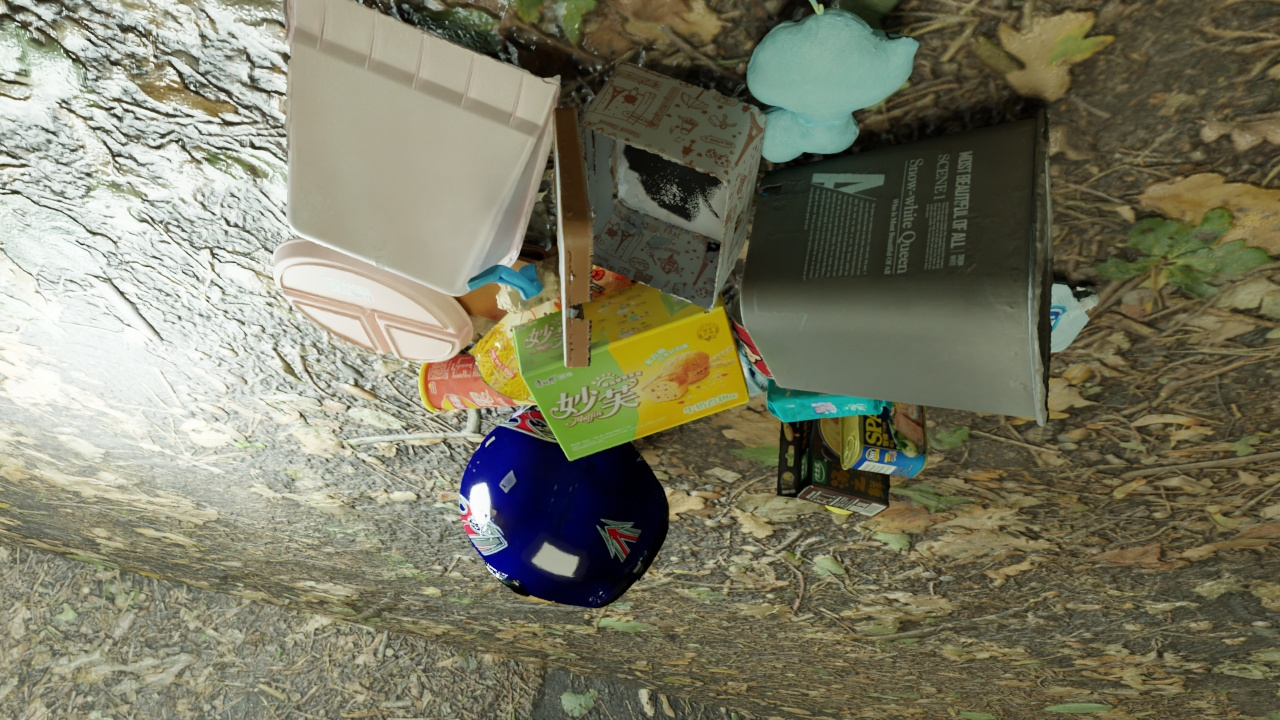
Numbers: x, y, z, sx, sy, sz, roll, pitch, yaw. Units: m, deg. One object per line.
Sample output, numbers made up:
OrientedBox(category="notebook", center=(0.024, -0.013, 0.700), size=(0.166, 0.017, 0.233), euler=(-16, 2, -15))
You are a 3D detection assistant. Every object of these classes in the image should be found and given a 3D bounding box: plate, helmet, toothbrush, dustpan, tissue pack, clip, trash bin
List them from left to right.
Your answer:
OrientedBox(category="plate", center=(-0.298, -0.058, 1.012), size=(0.229, 0.028, 0.230), euler=(15, 154, 7))
OrientedBox(category="dustpan", center=(-0.193, -0.174, 0.794), size=(0.222, 0.138, 0.274), euler=(24, 119, -3))
OrientedBox(category="clip", center=(-0.123, -0.161, 0.819), size=(0.100, 0.034, 0.071), euler=(-3, 150, 36))
OrientedBox(category="toothbrush", center=(-0.130, 0.045, 1.191), size=(0.016, 0.014, 0.190), euler=(31, 145, -21))
OrientedBox(category="helmet", center=(-0.119, 0.183, 1.214), size=(0.240, 0.247, 0.316), euler=(36, 167, -17))
OrientedBox(category="tissue pack", center=(0.199, 0.015, 0.966), size=(0.134, 0.093, 0.050), euler=(-6, 143, 26))
OrientedBox(category="trash bin", center=(0.212, -0.068, 0.735), size=(0.220, 0.198, 0.198), euler=(1, 152, 26))

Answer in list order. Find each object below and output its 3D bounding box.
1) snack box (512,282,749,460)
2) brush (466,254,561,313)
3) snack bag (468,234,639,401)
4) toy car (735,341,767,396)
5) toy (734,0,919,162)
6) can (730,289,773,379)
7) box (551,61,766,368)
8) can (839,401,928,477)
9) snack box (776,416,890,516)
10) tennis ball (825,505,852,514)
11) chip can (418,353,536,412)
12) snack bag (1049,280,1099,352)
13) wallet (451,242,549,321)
OrientedBox(category="snack box", center=(-0.006, 0.005, 0.936), size=(0.210, 0.070, 0.158), euler=(-19, 138, 3))
OrientedBox(category="brush", center=(-0.105, -0.068, 0.789), size=(0.083, 0.046, 0.254), euler=(-21, -179, 6))
OrientedBox(category="snack bag", center=(-0.075, -0.037, 0.967), size=(0.208, 0.073, 0.128), euler=(-33, 130, 29))
OrientedBox(category="toy car", center=(0.115, 0.009, 1.041), size=(0.043, 0.034, 0.090), euler=(-10, 144, 34))
OrientedBox(category="toy", center=(0.125, -0.199, 0.665), size=(0.162, 0.049, 0.156), euler=(1, 158, 29))
OrientedBox(category="can", center=(0.132, -0.031, 0.931), size=(0.067, 0.066, 0.094), euler=(-4, 147, 22))
OrientedBox(category="box", center=(-0.013, -0.098, 0.716), size=(0.155, 0.187, 0.183), euler=(21, 152, 12))
OrientedBox(category="can", center=(0.277, 0.079, 1.048), size=(0.083, 0.102, 0.057), euler=(9, 150, -5))
OrientedBox(category="snack box", center=(0.236, 0.121, 1.116), size=(0.125, 0.113, 0.053), euler=(15, 149, -11))
OrientedBox(category="tennis ball", center=(0.276, 0.176, 1.248), size=(0.065, 0.065, 0.066), euler=(7, 150, 4))
OrientedBox(category="chip can", center=(-0.158, 0.021, 1.099), size=(0.217, 0.073, 0.073), euler=(-5, 147, 22))
OrientedBox(category="snack bag", center=(0.332, -0.048, 0.880), size=(0.191, 0.038, 0.110), euler=(9, 139, -2))
OrientedBox(category="wallet", center=(-0.161, -0.086, 0.954), size=(0.107, 0.031, 0.132), euler=(15, 149, -12))
